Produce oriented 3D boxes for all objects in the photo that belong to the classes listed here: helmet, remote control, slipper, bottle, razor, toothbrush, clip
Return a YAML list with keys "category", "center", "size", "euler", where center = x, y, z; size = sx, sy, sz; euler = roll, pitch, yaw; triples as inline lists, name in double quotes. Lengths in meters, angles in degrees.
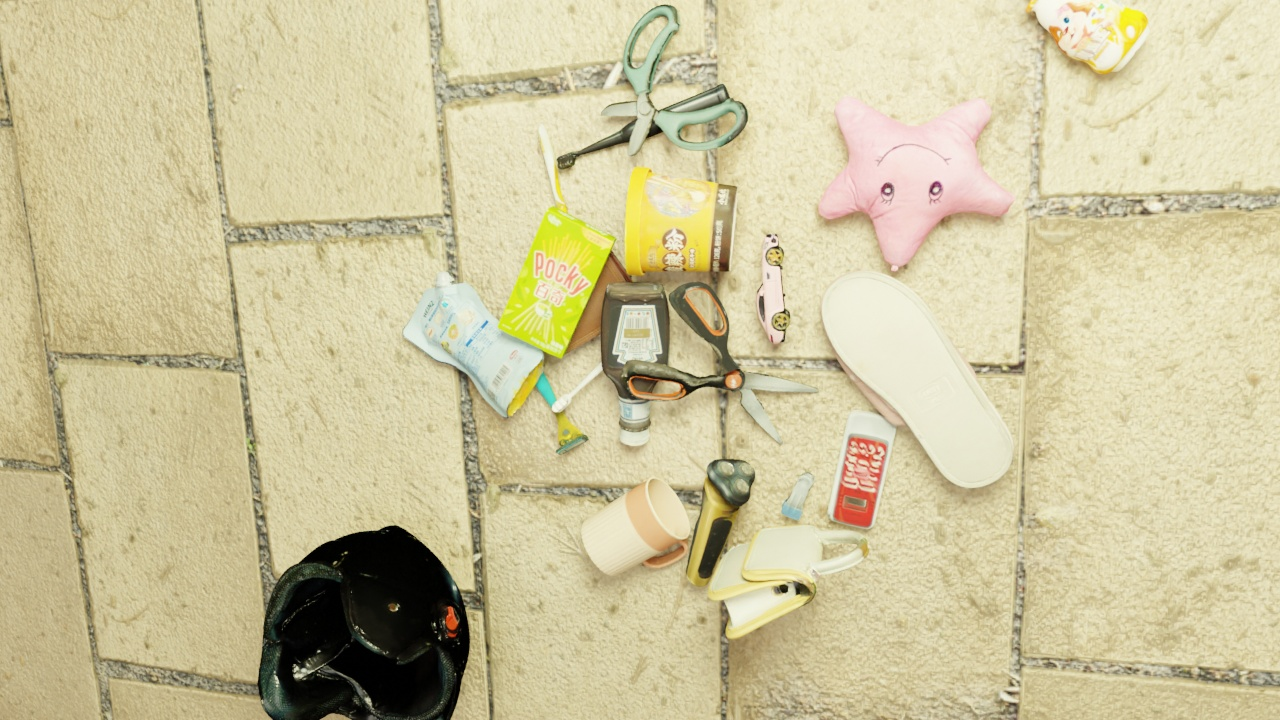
- category: "helmet"
  center: [-0.326, 0.340, 1.147]
  size: [0.234, 0.229, 0.274]
  euler: [-37, 99, 28]
- category: "remote control"
  center: [0.252, 0.125, 1.046]
  size: [0.056, 0.020, 0.136]
  euler: [13, 105, 14]
- category: "slipper"
  center: [0.299, 0.017, 0.993]
  size: [0.114, 0.054, 0.274]
  euler: [-40, 86, 19]
- category: "bottle"
  center: [0.427, -0.325, 0.883]
  size: [0.108, 0.063, 0.063]
  euler: [35, 108, 7]
- category: "razor"
  center: [-0.112, 0.049, 1.129]
  size: [0.043, 0.028, 0.132]
  euler: [-29, 89, 12]
- category: "toothbrush"
  center: [-0.001, -0.260, 1.036]
  size: [0.213, 0.026, 0.027]
  euler: [-18, 56, 18]
- category: "bottle"
  center: [-0.006, 0.006, 1.069]
  size: [0.080, 0.044, 0.195]
  euler: [0, 113, -2]
- category: "toothbrush"
  center: [-0.090, -0.185, 1.082]
  size: [0.018, 0.016, 0.191]
  euler: [-11, 98, 22]
- category: "clip"
  center: [0.185, 0.157, 1.074]
  size: [0.026, 0.036, 0.058]
  euler: [24, 110, 12]
- category: "razor"
  center: [0.090, 0.195, 1.088]
  size: [0.062, 0.067, 0.168]
  euler: [5, 114, -25]
- category: "toothbrush"
  center: [-0.040, 0.000, 1.093]
  size: [0.180, 0.016, 0.016]
  euler: [-42, 87, 9]

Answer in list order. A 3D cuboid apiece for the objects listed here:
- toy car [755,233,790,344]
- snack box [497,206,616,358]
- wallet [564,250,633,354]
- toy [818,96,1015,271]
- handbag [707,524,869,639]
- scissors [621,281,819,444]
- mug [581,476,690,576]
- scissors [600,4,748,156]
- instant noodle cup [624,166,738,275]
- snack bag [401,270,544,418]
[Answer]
- category: "toy car"
  center: [0.145, -0.079, 1.017]
  size: [0.037, 0.056, 0.122]
  euler: [-5, 99, 9]
- category: "snack box"
  center: [-0.097, -0.088, 1.053]
  size: [0.086, 0.026, 0.157]
  euler: [27, 110, 0]
- category: "wallet"
  center: [-0.070, -0.077, 1.082]
  size: [0.125, 0.032, 0.101]
  euler: [-31, 103, 17]
- category: "toy"
  center: [0.284, -0.180, 0.946]
  size: [0.195, 0.074, 0.179]
  euler: [7, 103, 13]
- category: "handbag"
  center: [0.167, 0.223, 1.016]
  size: [0.179, 0.163, 0.063]
  euler: [-29, 91, 17]
- category: "scissors"
  center: [0.088, 0.008, 1.035]
  size: [0.221, 0.021, 0.228]
  euler: [-9, 111, 3]
- category: "mug"
  center: [0.003, 0.210, 1.110]
  size: [0.106, 0.081, 0.114]
  euler: [-34, 120, 21]
- category: "scissors"
  center: [0.043, -0.298, 0.998]
  size: [0.170, 0.019, 0.171]
  euler: [16, 92, 20]
- category: "instant noodle cup"
  center: [0.046, -0.148, 1.004]
  size: [0.114, 0.118, 0.118]
  euler: [6, 103, 6]
- category: "snack bag"
  center: [-0.207, -0.023, 1.130]
  size: [0.191, 0.038, 0.110]
  euler: [39, 118, 18]
